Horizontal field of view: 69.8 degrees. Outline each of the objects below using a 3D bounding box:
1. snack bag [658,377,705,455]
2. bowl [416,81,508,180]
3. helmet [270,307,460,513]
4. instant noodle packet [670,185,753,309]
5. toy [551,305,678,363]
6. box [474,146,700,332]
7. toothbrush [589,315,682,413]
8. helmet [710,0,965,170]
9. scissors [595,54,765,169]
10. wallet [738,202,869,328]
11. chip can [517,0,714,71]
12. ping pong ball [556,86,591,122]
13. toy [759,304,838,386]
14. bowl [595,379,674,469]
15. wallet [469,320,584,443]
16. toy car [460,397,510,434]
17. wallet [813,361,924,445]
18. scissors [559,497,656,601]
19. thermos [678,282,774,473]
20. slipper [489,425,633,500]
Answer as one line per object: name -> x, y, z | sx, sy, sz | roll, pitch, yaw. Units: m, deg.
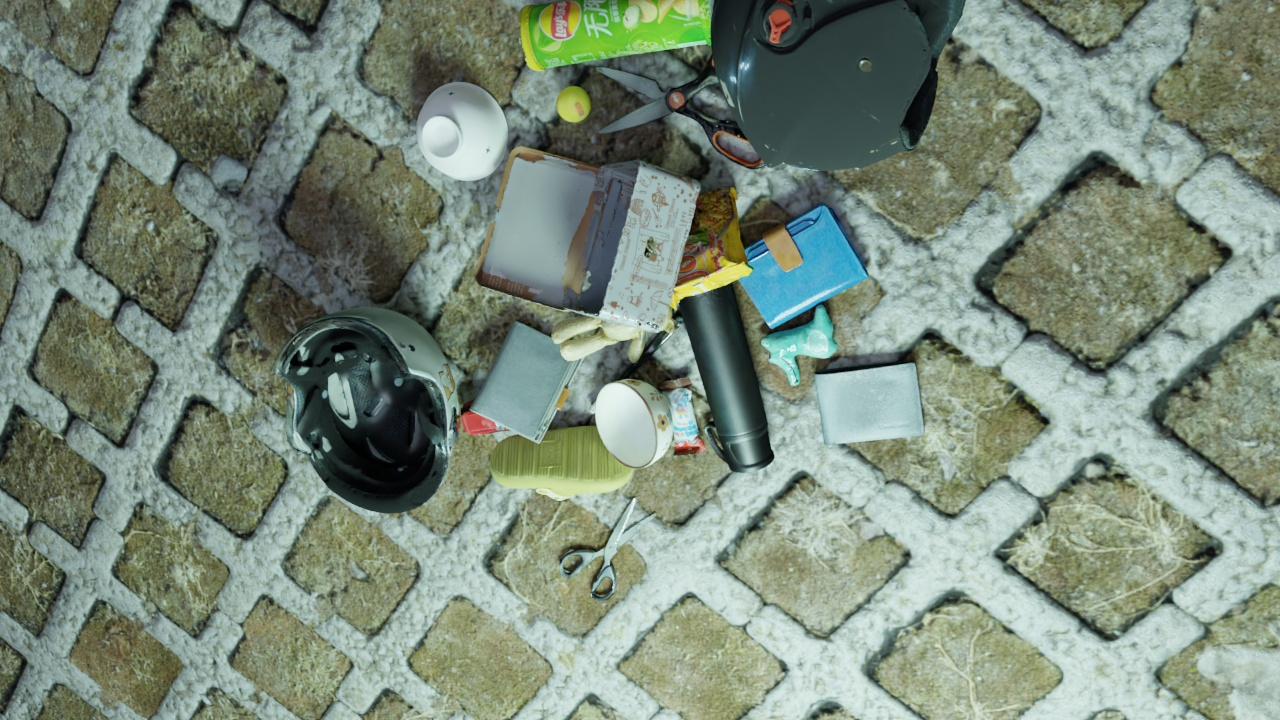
snack bag -> 0.054, 0.072, 1.165 | 0.045, 0.026, 0.105 | -7, 105, 25
bowl -> -0.225, -0.270, 1.096 | 0.118, 0.064, 0.118 | 5, 111, 14
helmet -> -0.335, 0.046, 1.195 | 0.230, 0.156, 0.274 | -4, 119, 16
instant noodle packet -> 0.068, -0.129, 1.040 | 0.111, 0.128, 0.044 | -22, 144, 23
toy -> -0.033, -0.044, 1.125 | 0.157, 0.066, 0.105 | -18, 87, 13
box -> -0.059, -0.141, 1.056 | 0.273, 0.130, 0.179 | 17, 91, 38
toothbrush -> -0.007, 0.007, 1.165 | 0.015, 0.018, 0.181 | 46, 113, 4
helmet -> 0.177, -0.312, 0.878 | 0.231, 0.232, 0.275 | -21, 109, 36
scissors -> 0.064, -0.288, 1.032 | 0.221, 0.021, 0.225 | -37, 97, 24
wallet -> 0.181, -0.109, 1.059 | 0.133, 0.040, 0.106 | -29, 104, 22
chip can -> -0.019, -0.367, 0.998 | 0.221, 0.072, 0.073 | -3, 109, 16
ping pong ball -> -0.077, -0.295, 1.058 | 0.040, 0.040, 0.040 | 5, 111, 14
toy -> 0.190, -0.016, 1.095 | 0.092, 0.030, 0.096 | -11, 114, 24
bowl -> 0.002, 0.074, 1.151 | 0.113, 0.062, 0.113 | 20, 118, 42
wallet -> -0.143, 0.029, 1.178 | 0.106, 0.037, 0.129 | 26, 84, 4
toy car -> -0.184, 0.071, 1.223 | 0.121, 0.045, 0.053 | -13, 107, 17
wallet -> 0.275, 0.052, 1.102 | 0.121, 0.019, 0.097 | -7, 110, 16
scissors -> -0.042, 0.265, 1.274 | 0.163, 0.014, 0.166 | -8, 105, 16
thermos -> 0.095, 0.017, 1.114 | 0.090, 0.068, 0.242 | -3, 111, 38
slipper -> -0.102, 0.139, 1.213 | 0.190, 0.091, 0.082 | 0, 149, 6
